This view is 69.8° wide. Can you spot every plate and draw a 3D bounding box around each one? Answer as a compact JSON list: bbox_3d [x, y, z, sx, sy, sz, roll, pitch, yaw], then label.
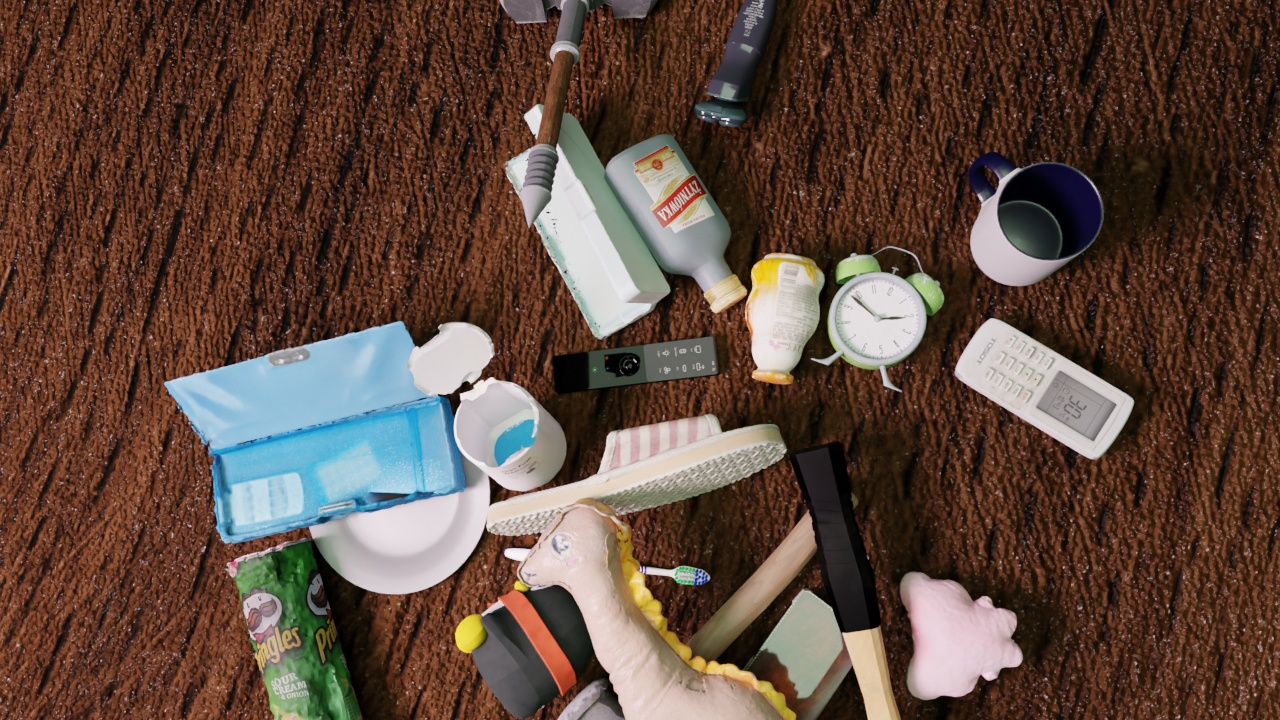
[{"bbox_3d":[-0.224,0.124,0.848,0.178,0.012,0.178,-1,83,9],"label":"plate"}]

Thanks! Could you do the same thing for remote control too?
[{"bbox_3d":[-0.005,0.005,0.828,0.150,0.013,0.034,-7,82,8],"label":"remote control"},{"bbox_3d":[0.336,0.023,0.768,0.138,0.025,0.060,33,89,11],"label":"remote control"}]

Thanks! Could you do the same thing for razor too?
[{"bbox_3d":[0.092,-0.276,0.830,0.047,0.052,0.142,18,81,13],"label":"razor"}]

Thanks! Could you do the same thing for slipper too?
[{"bbox_3d":[-0.009,0.093,0.774,0.263,0.115,0.052,-18,68,11],"label":"slipper"}]

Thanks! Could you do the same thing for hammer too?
[{"bbox_3d":[-0.069,-0.236,0.781,0.156,0.043,0.321,0,56,9],"label":"hammer"},{"bbox_3d":[0.180,0.228,0.730,0.131,0.039,0.328,-16,82,22],"label":"hammer"},{"bbox_3d":[0.067,0.231,0.779,0.098,0.052,0.328,44,88,11],"label":"hammer"}]

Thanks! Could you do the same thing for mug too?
[{"bbox_3d":[0.311,-0.122,0.752,0.078,0.097,0.112,-36,80,3],"label":"mug"}]

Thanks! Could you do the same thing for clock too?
[{"bbox_3d":[0.204,-0.040,0.787,0.094,0.042,0.119,22,88,9],"label":"clock"}]

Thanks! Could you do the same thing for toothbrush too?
[{"bbox_3d":[-0.032,0.181,0.811,0.187,0.016,0.015,5,84,9],"label":"toothbrush"}]

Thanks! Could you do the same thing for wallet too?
[{"bbox_3d":[0.131,0.262,0.775,0.072,0.019,0.123,35,90,11],"label":"wallet"}]

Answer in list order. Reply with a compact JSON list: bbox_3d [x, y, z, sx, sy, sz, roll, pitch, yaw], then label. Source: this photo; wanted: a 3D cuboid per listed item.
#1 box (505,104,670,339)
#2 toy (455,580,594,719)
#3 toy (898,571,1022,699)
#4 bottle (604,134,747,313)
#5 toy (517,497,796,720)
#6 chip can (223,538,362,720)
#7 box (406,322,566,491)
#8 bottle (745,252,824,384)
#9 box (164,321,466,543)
[{"bbox_3d":[-0.059,-0.120,0.831,0.096,0.085,0.198,-33,76,29],"label":"box"},{"bbox_3d":[-0.085,0.235,0.778,0.119,0.098,0.099,-32,79,-19],"label":"toy"},{"bbox_3d":[0.257,0.222,0.744,0.093,0.050,0.102,-8,79,20],"label":"toy"},{"bbox_3d":[0.038,-0.118,0.812,0.072,0.046,0.161,-30,84,-23],"label":"bottle"},{"bbox_3d":[0.028,0.220,0.719,0.196,0.065,0.264,-22,86,1],"label":"toy"},{"bbox_3d":[-0.298,0.274,0.812,0.075,0.075,0.223,-22,81,5],"label":"chip can"},{"bbox_3d":[-0.127,0.044,0.774,0.084,0.160,0.118,-28,69,-1],"label":"box"},{"bbox_3d":[0.121,-0.035,0.788,0.063,0.063,0.108,9,84,9],"label":"bottle"},{"bbox_3d":[-0.286,0.065,0.827,0.232,0.066,0.173,-12,102,7],"label":"box"}]
